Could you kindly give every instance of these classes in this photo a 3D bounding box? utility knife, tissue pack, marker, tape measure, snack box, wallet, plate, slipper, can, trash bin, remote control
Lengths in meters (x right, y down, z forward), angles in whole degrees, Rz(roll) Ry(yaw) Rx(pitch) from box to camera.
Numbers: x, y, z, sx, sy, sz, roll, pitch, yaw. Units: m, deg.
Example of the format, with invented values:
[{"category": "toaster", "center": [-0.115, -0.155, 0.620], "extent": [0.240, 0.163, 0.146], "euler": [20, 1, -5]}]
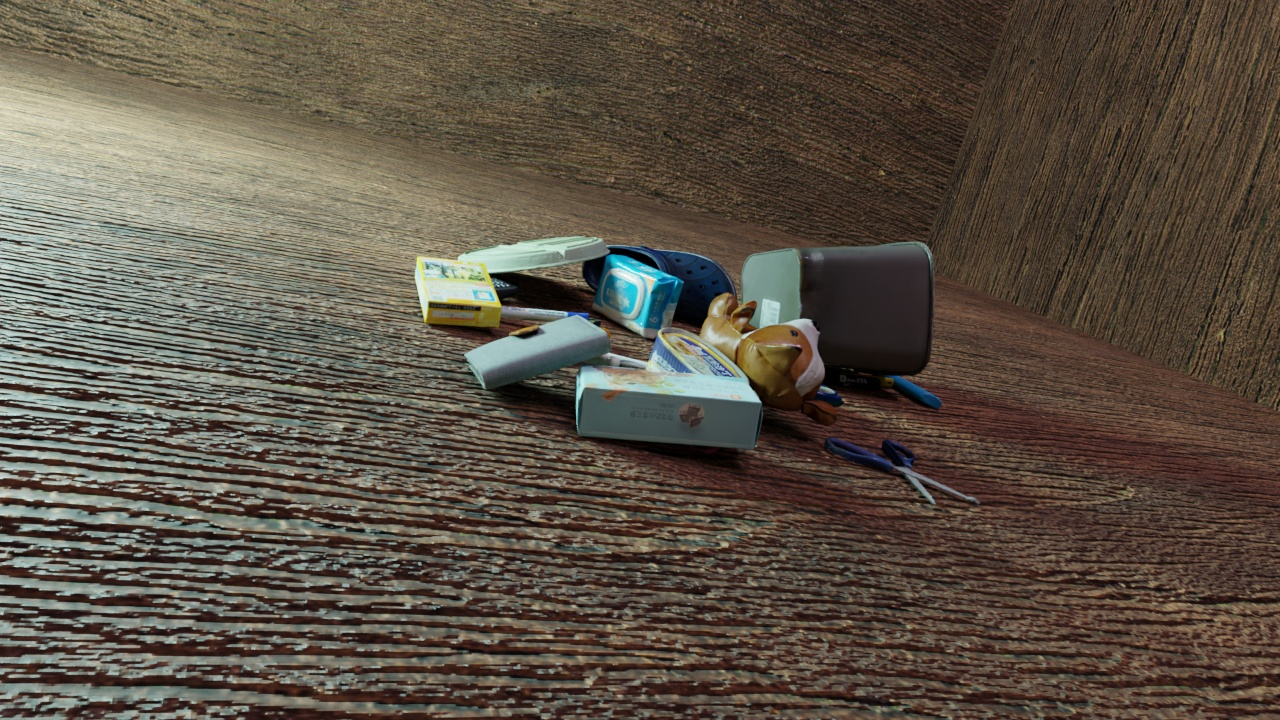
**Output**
[{"category": "utility knife", "center": [0.394, 0.031, 1.414], "extent": [0.034, 0.018, 0.185], "euler": [26, 8, -28]}, {"category": "tissue pack", "center": [-0.005, -0.091, 1.304], "extent": [0.063, 0.090, 0.140], "euler": [0, 22, -46]}, {"category": "marker", "center": [-0.138, -0.057, 1.154], "extent": [0.145, 0.017, 0.017], "euler": [5, 17, -12]}, {"category": "tape measure", "center": [0.224, 0.046, 1.171], "extent": [0.054, 0.025, 0.058], "euler": [3, 16, -34]}, {"category": "snack box", "center": [-0.223, -0.084, 1.114], "extent": [0.086, 0.034, 0.140], "euler": [3, 29, -21]}, {"category": "snack box", "center": [0.024, 0.044, 0.880], "extent": [0.175, 0.052, 0.074], "euler": [5, 16, -8]}, {"category": "wallet", "center": [-0.106, -0.014, 0.917], "extent": [0.129, 0.037, 0.106], "euler": [-18, 20, -16]}, {"category": "plate", "center": [-0.160, -0.157, 1.351], "extent": [0.230, 0.027, 0.230], "euler": [-6, 11, 1]}, {"category": "slipper", "center": [0.030, -0.127, 1.437], "extent": [0.253, 0.105, 0.095], "euler": [15, 8, 6]}, {"category": "can", "center": [0.063, 0.016, 1.030], "extent": [0.074, 0.049, 0.148], "euler": [3, 26, -33]}, {"category": "trash bin", "center": [0.278, -0.075, 1.335], "extent": [0.219, 0.198, 0.199], "euler": [0, 1, -25]}, {"category": "remote control", "center": [-0.216, -0.094, 1.222], "extent": [0.053, 0.024, 0.136], "euler": [28, 21, 29]}, {"category": "marker", "center": [0.288, 0.028, 1.317], "extent": [0.132, 0.020, 0.022], "euler": [8, 8, -26]}, {"category": "marker", "center": [-0.006, 0.006, 1.092], "extent": [0.145, 0.017, 0.017], "euler": [14, 15, -7]}]

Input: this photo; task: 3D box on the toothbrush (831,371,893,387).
[{"category": "toothbrush", "center": [0.299, 0.023, 1.352], "extent": [0.189, 0.016, 0.016], "euler": [7, 11, -30]}]

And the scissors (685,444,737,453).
[{"category": "scissors", "center": [0.037, 0.066, 0.931], "extent": [0.138, 0.017, 0.076], "euler": [21, 24, 34]}]

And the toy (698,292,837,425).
[{"category": "toy", "center": [0.150, -0.004, 1.068], "extent": [0.140, 0.130, 0.199], "euler": [47, -3, -26]}]

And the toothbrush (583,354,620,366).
[{"category": "toothbrush", "center": [-0.084, -0.009, 0.975], "extent": [0.029, 0.020, 0.190], "euler": [-35, 29, -32]}]

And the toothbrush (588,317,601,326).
[{"category": "toothbrush", "center": [-0.101, -0.041, 1.171], "extent": [0.017, 0.012, 0.185], "euler": [12, 12, 25]}]

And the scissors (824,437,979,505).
[{"category": "scissors", "center": [0.283, 0.116, 1.001], "extent": [0.176, 0.012, 0.162], "euler": [20, 15, 12]}]

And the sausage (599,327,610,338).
[{"category": "sausage", "center": [-0.075, -0.024, 1.120], "extent": [0.021, 0.021, 0.164], "euler": [21, 15, 19]}]
